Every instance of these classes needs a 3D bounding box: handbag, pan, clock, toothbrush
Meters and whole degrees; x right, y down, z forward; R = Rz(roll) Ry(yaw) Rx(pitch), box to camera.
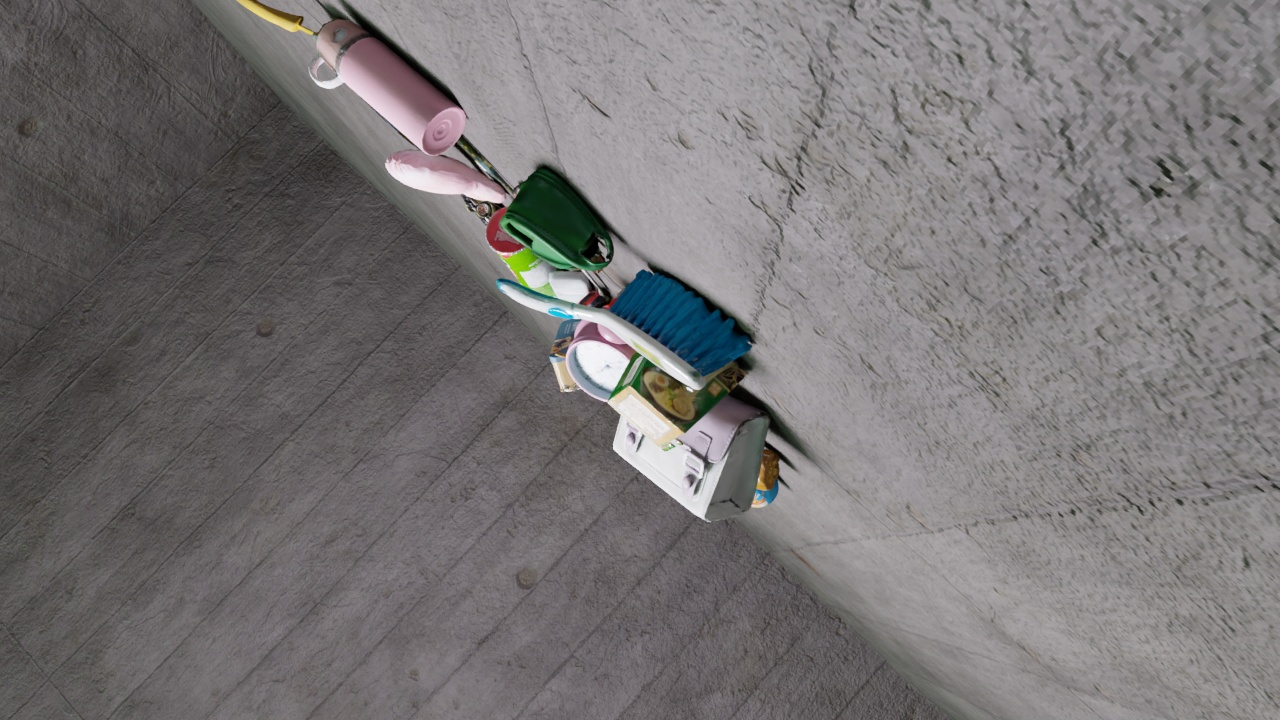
[{"bbox_3d":[0.060,0.095,1.168,0.098,0.145,0.197,-1,-157,-41],"label":"handbag"},{"bbox_3d":[-0.087,-0.143,0.992,0.120,0.068,0.131,36,174,-14],"label":"handbag"},{"bbox_3d":[-0.413,-0.405,1.194,0.357,0.078,0.198,45,173,-13],"label":"pan"},{"bbox_3d":[-0.024,-0.009,1.120,0.117,0.059,0.159,46,135,-14],"label":"clock"},{"bbox_3d":[-0.208,-0.255,1.177,0.186,0.017,0.012,46,154,-16],"label":"toothbrush"}]

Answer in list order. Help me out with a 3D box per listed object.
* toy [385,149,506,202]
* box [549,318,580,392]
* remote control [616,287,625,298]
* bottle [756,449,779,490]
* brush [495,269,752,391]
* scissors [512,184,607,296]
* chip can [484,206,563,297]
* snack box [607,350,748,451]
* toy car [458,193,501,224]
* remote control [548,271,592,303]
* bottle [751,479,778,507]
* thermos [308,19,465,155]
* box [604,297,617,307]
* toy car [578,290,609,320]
[{"bbox_3d":[-0.263,-0.249,1.246,0.159,0.054,0.121,13,-175,-37],"label":"toy"},{"bbox_3d":[-0.078,-0.018,1.351,0.184,0.090,0.062,-92,-12,-68],"label":"box"},{"bbox_3d":[0.026,-0.037,1.147,0.135,0.019,0.056,47,172,-28],"label":"remote control"},{"bbox_3d":[0.111,0.144,1.328,0.175,0.057,0.057,9,155,31],"label":"bottle"},{"bbox_3d":[-0.030,-0.055,0.955,0.314,0.109,0.060,36,171,39],"label":"brush"},{"bbox_3d":[-0.098,-0.151,1.190,0.189,0.015,0.223,45,173,-11],"label":"scissors"},{"bbox_3d":[-0.160,-0.144,1.360,0.072,0.072,0.236,41,174,18],"label":"chip can"},{"bbox_3d":[0.031,0.023,0.993,0.117,0.105,0.118,41,154,-4],"label":"snack box"},{"bbox_3d":[-0.219,-0.211,1.412,0.158,0.042,0.070,46,173,-32],"label":"toy car"},{"bbox_3d":[-0.100,-0.105,1.361,0.056,0.020,0.136,3,168,5],"label":"remote control"},{"bbox_3d":[0.148,0.154,1.430,0.065,0.065,0.219,37,169,47],"label":"bottle"},{"bbox_3d":[-0.299,-0.313,1.059,0.198,0.087,0.067,40,171,15],"label":"thermos"},{"bbox_3d":[-0.008,0.009,1.292,0.095,0.101,0.201,38,171,32],"label":"box"},{"bbox_3d":[-0.071,-0.080,1.324,0.031,0.049,0.106,48,176,-2],"label":"toy car"}]
